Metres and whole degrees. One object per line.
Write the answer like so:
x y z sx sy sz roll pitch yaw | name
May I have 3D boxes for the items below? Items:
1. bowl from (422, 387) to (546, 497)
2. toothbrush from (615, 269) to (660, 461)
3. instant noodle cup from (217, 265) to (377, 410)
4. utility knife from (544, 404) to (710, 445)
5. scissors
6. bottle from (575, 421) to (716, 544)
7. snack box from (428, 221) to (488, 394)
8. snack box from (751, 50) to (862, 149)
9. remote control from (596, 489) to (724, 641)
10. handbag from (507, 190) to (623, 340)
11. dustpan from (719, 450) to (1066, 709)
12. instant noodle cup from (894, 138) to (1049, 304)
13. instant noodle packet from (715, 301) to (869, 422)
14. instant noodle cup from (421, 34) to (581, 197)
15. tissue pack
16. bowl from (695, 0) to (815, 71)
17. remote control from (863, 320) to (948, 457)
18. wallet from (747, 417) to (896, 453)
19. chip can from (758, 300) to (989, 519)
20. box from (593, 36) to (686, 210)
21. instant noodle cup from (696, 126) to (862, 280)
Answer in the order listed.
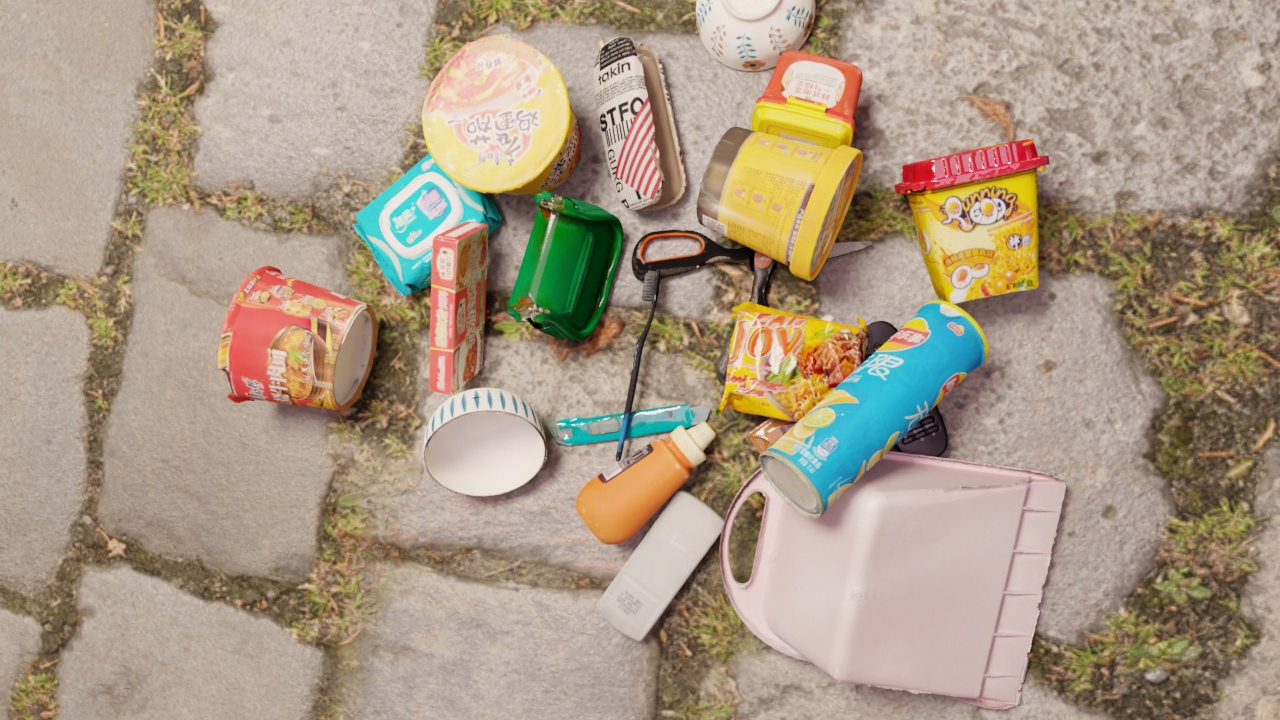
-0.151 0.070 0.888 0.116 0.116 0.066 -26 41 9 | bowl
-0.005 0.005 0.881 0.016 0.014 0.189 13 96 15 | toothbrush
-0.329 -0.016 0.904 0.108 0.138 0.138 13 92 1 | instant noodle cup
-0.013 0.062 0.898 0.166 0.013 0.029 -9 93 11 | utility knife
0.102 -0.082 0.872 0.234 0.021 0.221 1 91 11 | scissors
0.010 0.110 0.873 0.149 0.067 0.067 -39 83 1 | bottle
-0.173 -0.050 0.874 0.025 0.075 0.153 11 112 10 | snack box
0.154 -0.230 0.832 0.091 0.082 0.080 17 75 9 | snack box
0.019 0.198 0.888 0.058 0.021 0.150 36 96 8 | remote control
-0.073 -0.087 0.856 0.068 0.120 0.131 18 95 16 | handbag
0.222 0.181 0.836 0.273 0.139 0.222 10 96 -23 | dustpan
0.290 -0.119 0.798 0.116 0.116 0.124 -11 100 10 | instant noodle cup
0.137 0.006 0.832 0.128 0.044 0.110 10 85 12 | instant noodle packet
-0.120 -0.219 0.869 0.138 0.109 0.138 0 90 11 | instant noodle cup
-0.214 -0.138 0.917 0.133 0.050 0.093 -39 84 9 | tissue pack
0.106 -0.333 0.851 0.113 0.062 0.113 0 91 9 | bowl
0.237 0.029 0.845 0.053 0.024 0.136 -24 83 6 | remote control
0.178 0.092 0.855 0.108 0.031 0.132 -35 83 7 | wallet
0.197 0.038 0.768 0.210 0.071 0.071 -39 83 -17 | chip can
0.001 -0.224 0.884 0.075 0.082 0.163 -15 88 44 | box
0.120 -0.144 0.809 0.114 0.118 0.118 22 94 16 | instant noodle cup
